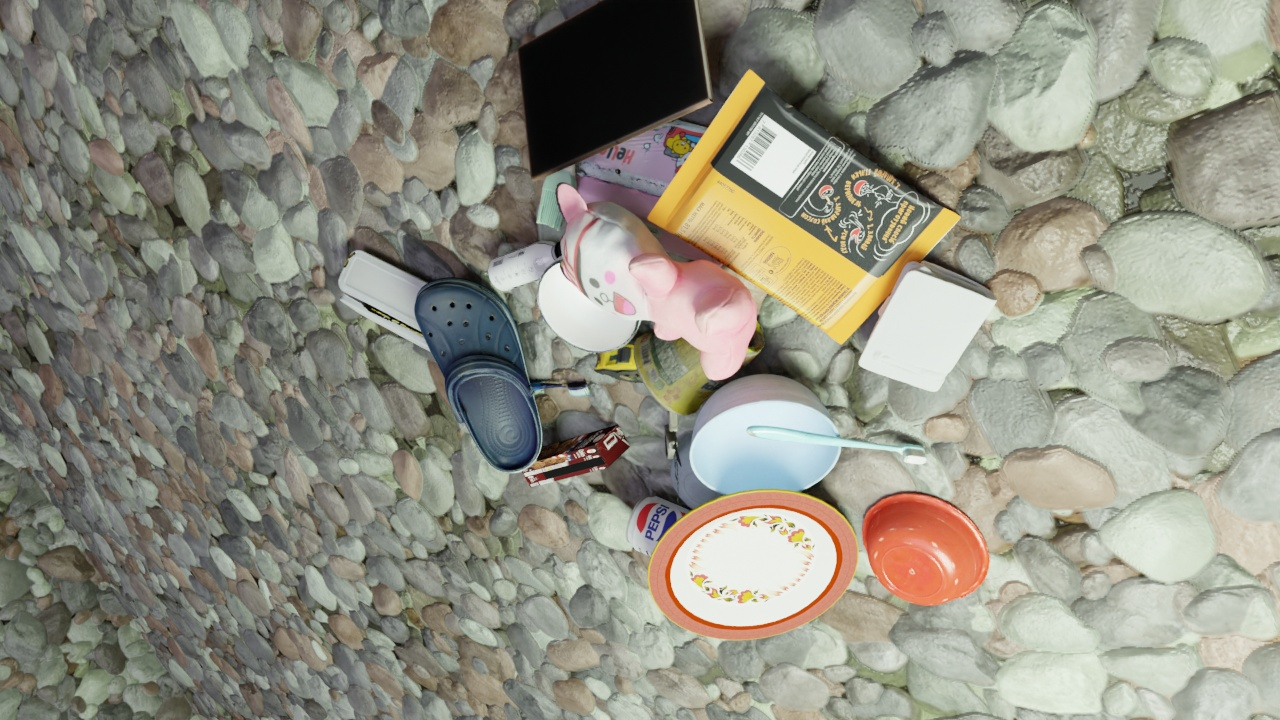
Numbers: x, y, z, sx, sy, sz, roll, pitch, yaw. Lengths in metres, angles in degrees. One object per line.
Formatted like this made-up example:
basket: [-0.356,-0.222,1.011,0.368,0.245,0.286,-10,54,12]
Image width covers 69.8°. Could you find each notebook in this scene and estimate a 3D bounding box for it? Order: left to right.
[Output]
notebook: [-0.031,-0.266,0.849,0.210,0.008,0.141,-15,77,36]

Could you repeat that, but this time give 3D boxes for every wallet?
wallet: [0.255,-0.030,0.825,0.086,0.032,0.116,25,128,2]

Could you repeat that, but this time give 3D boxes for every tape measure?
tape measure: [-0.006,0.006,1.005,0.063,0.067,0.038,-8,68,44]

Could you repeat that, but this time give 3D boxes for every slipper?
slipper: [-0.183,0.018,1.088,0.105,0.095,0.253,-22,100,2]

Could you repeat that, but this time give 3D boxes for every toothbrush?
toothbrush: [-0.139,0.036,1.150,0.189,0.016,0.017,-2,124,35]
toothbrush: [0.188,0.079,0.878,0.180,0.016,0.016,9,131,-8]

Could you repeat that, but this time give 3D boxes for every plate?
plate: [0.122,0.221,0.999,0.230,0.021,0.230,-2,124,-4]

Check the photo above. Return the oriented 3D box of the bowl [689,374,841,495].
bowl: [0.121,0.066,0.928,0.150,0.074,0.151,-1,135,-1]

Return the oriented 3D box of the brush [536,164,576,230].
brush: [-0.059,-0.234,0.884,0.033,0.012,0.218,22,102,24]

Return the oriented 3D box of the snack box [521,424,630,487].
snack box: [-0.083,0.119,1.134,0.141,0.050,0.032,-19,103,41]

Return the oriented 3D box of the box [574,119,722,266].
box: [0.009,-0.179,0.909,0.202,0.103,0.101,20,165,24]

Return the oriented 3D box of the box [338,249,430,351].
box: [-0.295,-0.065,1.198,0.210,0.080,0.084,26,88,20]

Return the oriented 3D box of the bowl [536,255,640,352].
bowl: [-0.045,-0.073,0.975,0.116,0.065,0.116,11,127,14]

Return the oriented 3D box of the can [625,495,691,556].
can: [0.055,0.211,1.077,0.132,0.070,0.070,19,125,25]

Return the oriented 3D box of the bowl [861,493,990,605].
bowl: [0.281,0.201,0.929,0.131,0.045,0.131,17,124,26]

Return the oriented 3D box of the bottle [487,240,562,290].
bottle: [-0.120,-0.110,1.035,0.116,0.041,0.041,-13,107,39]

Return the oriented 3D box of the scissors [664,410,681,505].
scissors: [0.035,0.079,0.987,0.012,0.158,0.169,0,77,-2]

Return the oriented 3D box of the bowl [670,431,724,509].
bowl: [0.076,0.135,1.038,0.106,0.039,0.106,17,124,27]

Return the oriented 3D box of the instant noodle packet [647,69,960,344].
instant noodle packet: [0.139,-0.125,0.806,0.220,0.032,0.160,32,124,-9]

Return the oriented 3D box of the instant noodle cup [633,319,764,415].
instant noodle cup: [0.064,-0.011,0.933,0.108,0.102,0.102,-35,93,32]

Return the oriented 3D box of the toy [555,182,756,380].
toy: [0.008,-0.074,0.844,0.213,0.084,0.142,29,161,19]
